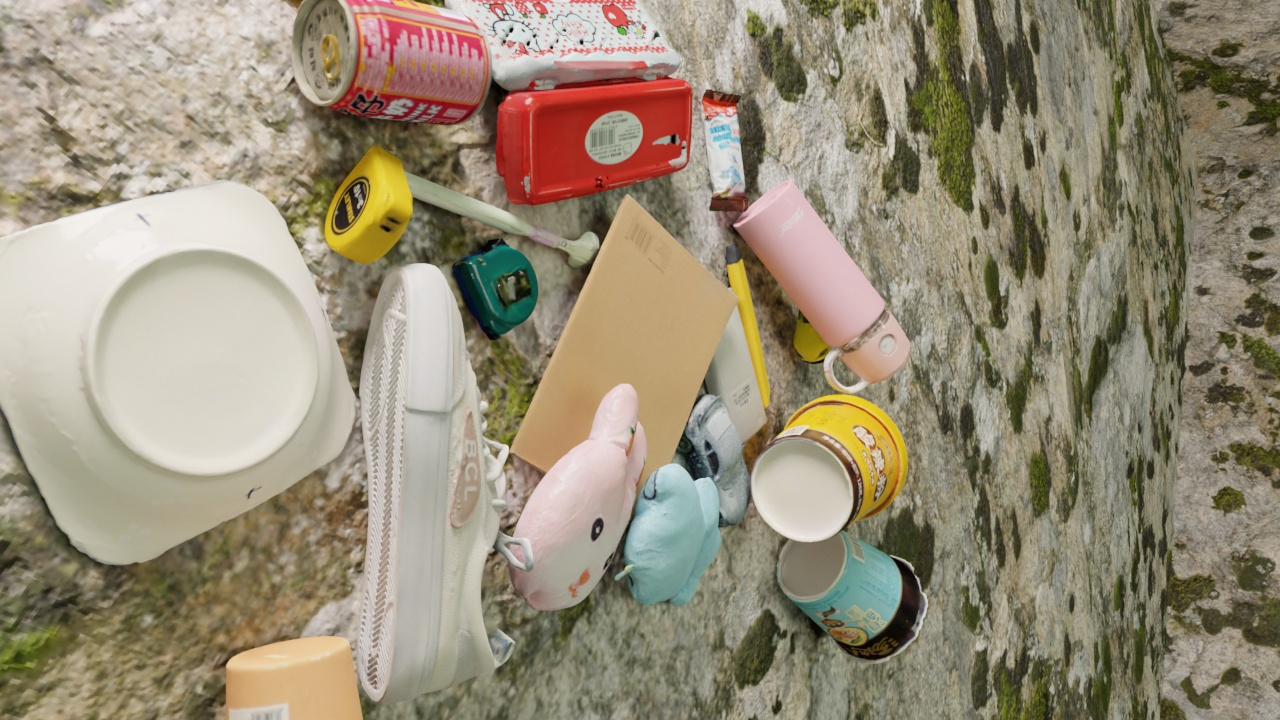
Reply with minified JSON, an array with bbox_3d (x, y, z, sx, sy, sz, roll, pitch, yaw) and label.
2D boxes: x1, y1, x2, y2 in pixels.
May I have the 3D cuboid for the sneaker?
[{"bbox_3d":[-0.106,0.067,0.522,0.090,0.090,0.242,1,90,-35],"label":"sneaker"}]

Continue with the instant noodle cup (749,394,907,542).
[{"bbox_3d":[0.162,0.098,0.812,0.114,0.119,0.118,-17,101,-56],"label":"instant noodle cup"}]

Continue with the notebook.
[{"bbox_3d":[-0.004,0.004,0.693,0.149,0.012,0.211,38,67,-41],"label":"notebook"}]

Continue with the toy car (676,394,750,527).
[{"bbox_3d":[0.066,0.086,0.775,0.054,0.037,0.121,-45,124,-43],"label":"toy car"}]

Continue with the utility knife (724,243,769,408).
[{"bbox_3d":[0.096,-0.030,0.828,0.033,0.015,0.154,-42,120,-66],"label":"utility knife"}]

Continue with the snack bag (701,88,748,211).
[{"bbox_3d":[0.075,-0.184,0.810,0.048,0.026,0.104,-6,92,-37],"label":"snack bag"}]

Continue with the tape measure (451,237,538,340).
[{"bbox_3d":[-0.091,-0.049,0.603,0.054,0.025,0.058,-41,118,-42],"label":"tape measure"}]

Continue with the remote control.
[{"bbox_3d":[0.076,0.006,0.802,0.056,0.019,0.135,-34,113,-46],"label":"remote control"}]

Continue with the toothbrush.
[{"bbox_3d":[-0.099,-0.095,0.603,0.189,0.020,0.029,15,108,-47],"label":"toothbrush"}]

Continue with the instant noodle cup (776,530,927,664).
[{"bbox_3d":[0.193,0.214,0.872,0.120,0.111,0.111,37,60,-33],"label":"instant noodle cup"}]

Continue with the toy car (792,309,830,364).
[{"bbox_3d":[0.176,-0.048,0.903,0.032,0.048,0.105,31,65,-43],"label":"toy car"}]

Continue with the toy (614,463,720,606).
[{"bbox_3d":[0.024,0.135,0.691,0.155,0.050,0.162,-45,142,-53],"label":"toy"}]

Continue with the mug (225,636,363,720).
[{"bbox_3d":[-0.170,0.206,0.457,0.078,0.078,0.122,-3,85,-50],"label":"mug"}]

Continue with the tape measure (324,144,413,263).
[{"bbox_3d":[-0.149,-0.082,0.511,0.029,0.057,0.060,29,26,-43],"label":"tape measure"}]

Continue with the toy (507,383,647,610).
[{"bbox_3d":[-0.035,0.093,0.615,0.159,0.054,0.121,-62,158,-27],"label":"toy"}]

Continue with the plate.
[{"bbox_3d":[-0.215,0.001,0.445,0.163,0.034,0.164,-34,113,-45],"label":"plate"}]

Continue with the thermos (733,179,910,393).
[{"bbox_3d":[0.163,-0.061,0.837,0.087,0.067,0.198,-41,103,-9],"label":"thermos"}]

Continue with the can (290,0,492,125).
[{"bbox_3d":[-0.140,-0.170,0.520,0.093,0.067,0.066,-10,95,-50],"label":"can"}]

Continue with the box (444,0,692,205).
[{"bbox_3d":[-0.037,-0.196,0.657,0.200,0.065,0.160,-26,103,-49],"label":"box"}]
